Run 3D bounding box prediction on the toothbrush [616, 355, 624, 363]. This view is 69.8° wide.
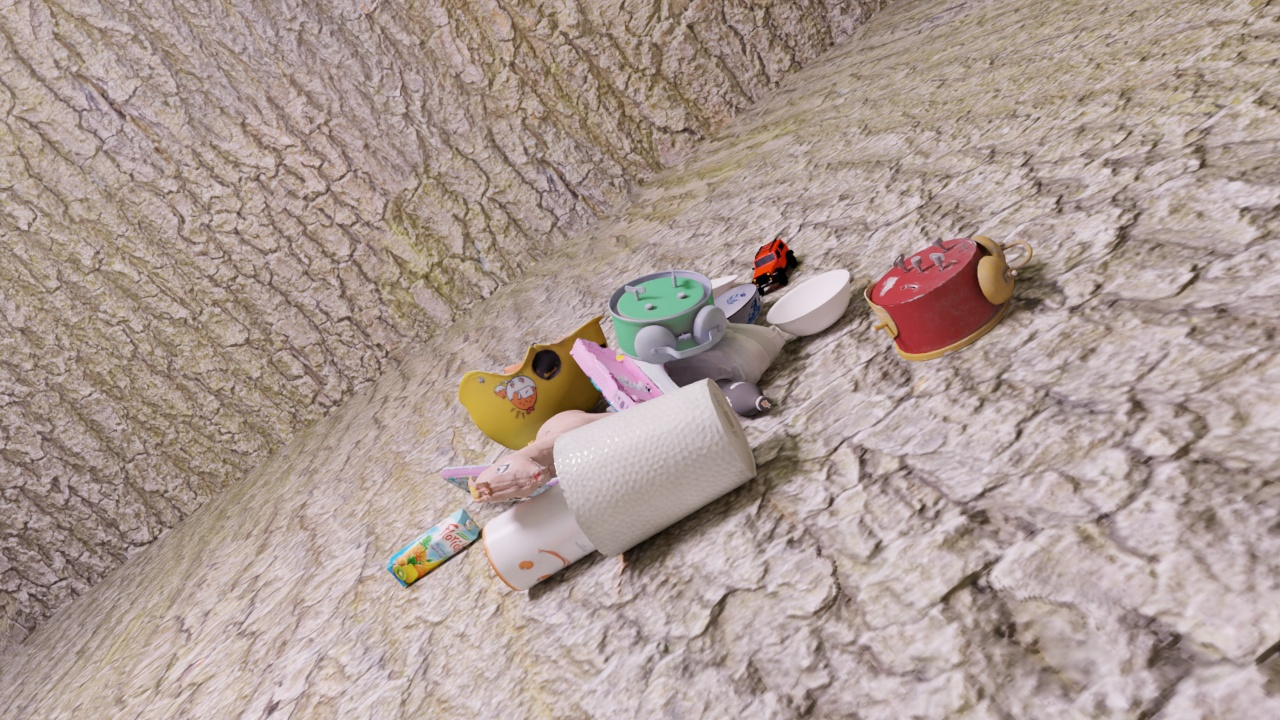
[{"bbox_3d":[-0.065,0.007,1.517,0.136,0.016,0.021,-18,19,49],"label":"toothbrush"}]

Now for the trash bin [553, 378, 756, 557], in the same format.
[{"bbox_3d":[0.018,0.098,0.893,0.161,0.133,0.133,-27,17,13],"label":"trash bin"}]

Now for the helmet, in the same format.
[{"bbox_3d":[-0.133,0.046,1.326,0.240,0.139,0.209,-25,-1,-4],"label":"helmet"}]

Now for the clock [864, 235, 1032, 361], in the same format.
[{"bbox_3d":[0.296,-0.075,0.882,0.159,0.081,0.116,-28,17,24],"label":"clock"}]

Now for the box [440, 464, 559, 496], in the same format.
[{"bbox_3d":[-0.167,0.154,1.221,0.139,0.062,0.215,-4,-5,-36],"label":"box"}]

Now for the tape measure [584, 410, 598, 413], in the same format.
[{"bbox_3d":[-0.082,0.091,1.231,0.072,0.042,0.071,-12,-4,43],"label":"tape measure"}]

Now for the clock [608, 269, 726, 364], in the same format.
[{"bbox_3d":[0.033,-0.048,1.053,0.121,0.075,0.161,-20,31,-11],"label":"clock"}]

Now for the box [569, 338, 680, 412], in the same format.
[{"bbox_3d":[-0.006,0.005,1.140,0.091,0.084,0.230,-66,28,12],"label":"box"}]

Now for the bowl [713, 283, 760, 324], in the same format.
[{"bbox_3d":[0.121,-0.054,1.252,0.114,0.045,0.114,-33,16,10],"label":"bowl"}]

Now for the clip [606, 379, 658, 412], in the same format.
[{"bbox_3d":[-0.002,0.073,1.182,0.090,0.027,0.162,-34,17,3],"label":"clip"}]

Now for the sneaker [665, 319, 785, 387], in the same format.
[{"bbox_3d":[0.086,-0.014,1.154,0.090,0.089,0.243,-38,22,-25],"label":"sneaker"}]

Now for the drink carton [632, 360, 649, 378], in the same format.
[{"bbox_3d":[0.041,-0.014,1.314,0.122,0.041,0.058,-40,16,-16],"label":"drink carton"}]

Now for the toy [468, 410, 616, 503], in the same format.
[{"bbox_3d":[-0.116,0.111,1.038,0.197,0.065,0.263,-16,5,37],"label":"toy"}]

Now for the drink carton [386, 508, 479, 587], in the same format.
[{"bbox_3d":[-0.272,0.246,1.210,0.129,0.044,0.038,-35,16,7],"label":"drink carton"}]

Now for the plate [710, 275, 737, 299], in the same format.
[{"bbox_3d":[0.072,-0.086,1.412,0.174,0.036,0.174,-19,8,3],"label":"plate"}]

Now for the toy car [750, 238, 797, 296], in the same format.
[{"bbox_3d":[0.191,-0.139,1.345,0.051,0.049,0.100,-24,20,35],"label":"toy car"}]

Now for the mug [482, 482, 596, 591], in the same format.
[{"bbox_3d":[-0.100,0.182,0.965,0.105,0.082,0.082,-31,16,12],"label":"mug"}]

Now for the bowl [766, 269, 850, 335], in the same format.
[{"bbox_3d":[0.209,-0.060,1.096,0.110,0.040,0.109,-32,16,10],"label":"bowl"}]

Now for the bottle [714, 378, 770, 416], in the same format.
[{"bbox_3d":[0.111,0.042,1.013,0.036,0.036,0.110,-40,16,-14],"label":"bottle"}]
